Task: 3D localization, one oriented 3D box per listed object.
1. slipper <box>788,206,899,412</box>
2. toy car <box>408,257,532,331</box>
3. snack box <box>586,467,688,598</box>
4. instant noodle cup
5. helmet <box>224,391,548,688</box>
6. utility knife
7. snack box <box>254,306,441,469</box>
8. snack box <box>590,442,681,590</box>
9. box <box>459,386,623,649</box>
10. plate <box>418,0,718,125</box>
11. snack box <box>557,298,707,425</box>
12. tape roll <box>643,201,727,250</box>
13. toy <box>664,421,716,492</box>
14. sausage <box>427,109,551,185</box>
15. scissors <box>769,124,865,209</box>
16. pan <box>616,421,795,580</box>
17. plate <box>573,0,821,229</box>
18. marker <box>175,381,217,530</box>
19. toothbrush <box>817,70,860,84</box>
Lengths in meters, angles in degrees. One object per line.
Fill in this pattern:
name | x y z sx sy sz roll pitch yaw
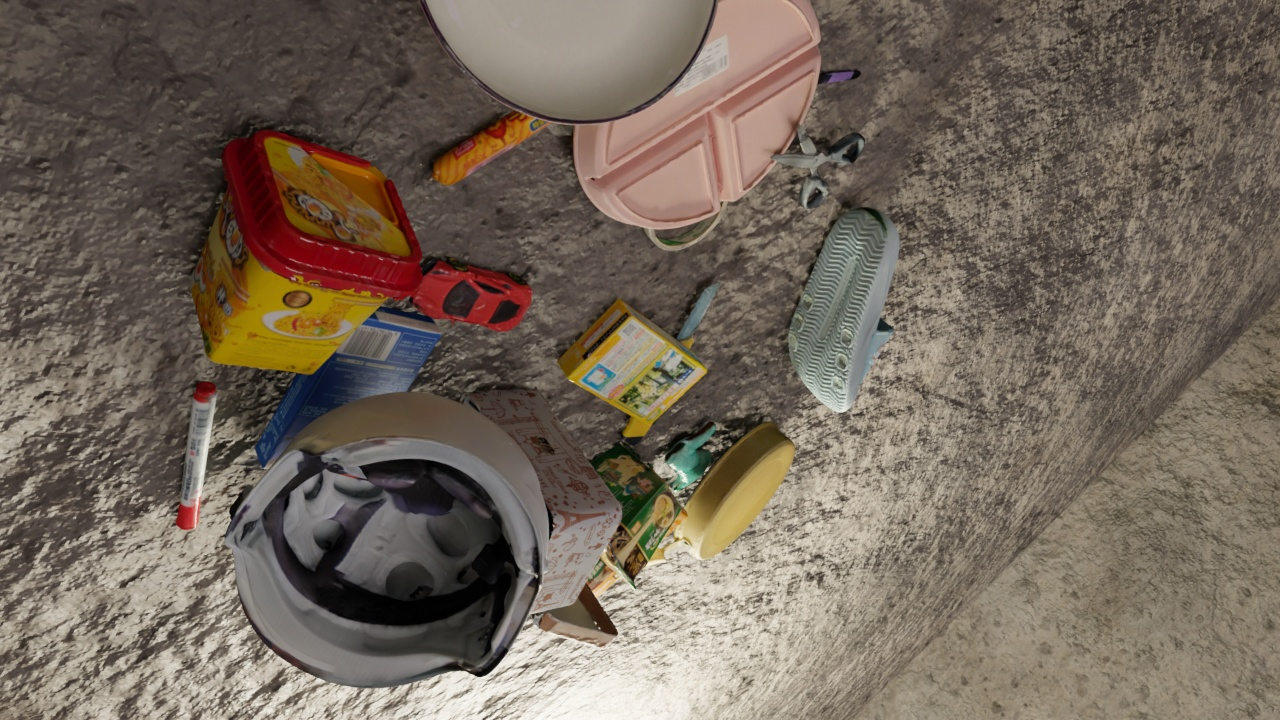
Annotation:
slipper | 0.231 -0.057 1.010 0.074 0.104 0.246 -17 133 -32
toy car | -0.134 -0.050 0.735 0.106 0.031 0.049 12 119 -47
snack box | -0.023 0.203 1.079 0.154 0.075 0.026 -42 146 4
instant noodle cup | -0.220 -0.060 0.583 0.116 0.116 0.124 10 133 -48
helmet | -0.184 0.125 0.713 0.229 0.145 0.259 29 122 -12
utility knife | 0.030 0.006 0.962 0.033 0.015 0.224 -2 131 -40
snack box | -0.233 0.025 0.729 0.084 0.026 0.157 12 120 -49
snack box | -0.021 0.166 1.020 0.105 0.118 0.117 -43 146 -13
box | -0.106 0.163 0.868 0.136 0.179 0.270 -26 142 -20
plate | -0.044 -0.237 0.545 0.192 0.039 0.192 -5 102 -23
snack box | -0.005 0.005 0.899 0.087 0.033 0.140 -44 137 11
tape roll | 0.041 -0.136 0.815 0.085 0.014 0.086 -25 143 -21
toy | 0.061 0.115 1.101 0.096 0.030 0.092 -45 149 2
sausage | -0.081 -0.172 0.656 0.165 0.021 0.021 -35 145 -8
scissors | 0.162 -0.186 0.839 0.164 0.014 0.164 -37 158 -21
pan | 0.054 0.210 1.149 0.356 0.078 0.198 -44 155 -15
plate | 0.052 -0.195 0.715 0.229 0.028 0.230 -26 145 -20
marker | -0.338 0.075 0.697 0.017 0.017 0.146 -6 133 -39
toothbrush | 0.125 -0.235 0.782 0.188 0.016 0.014 -17 149 -32
